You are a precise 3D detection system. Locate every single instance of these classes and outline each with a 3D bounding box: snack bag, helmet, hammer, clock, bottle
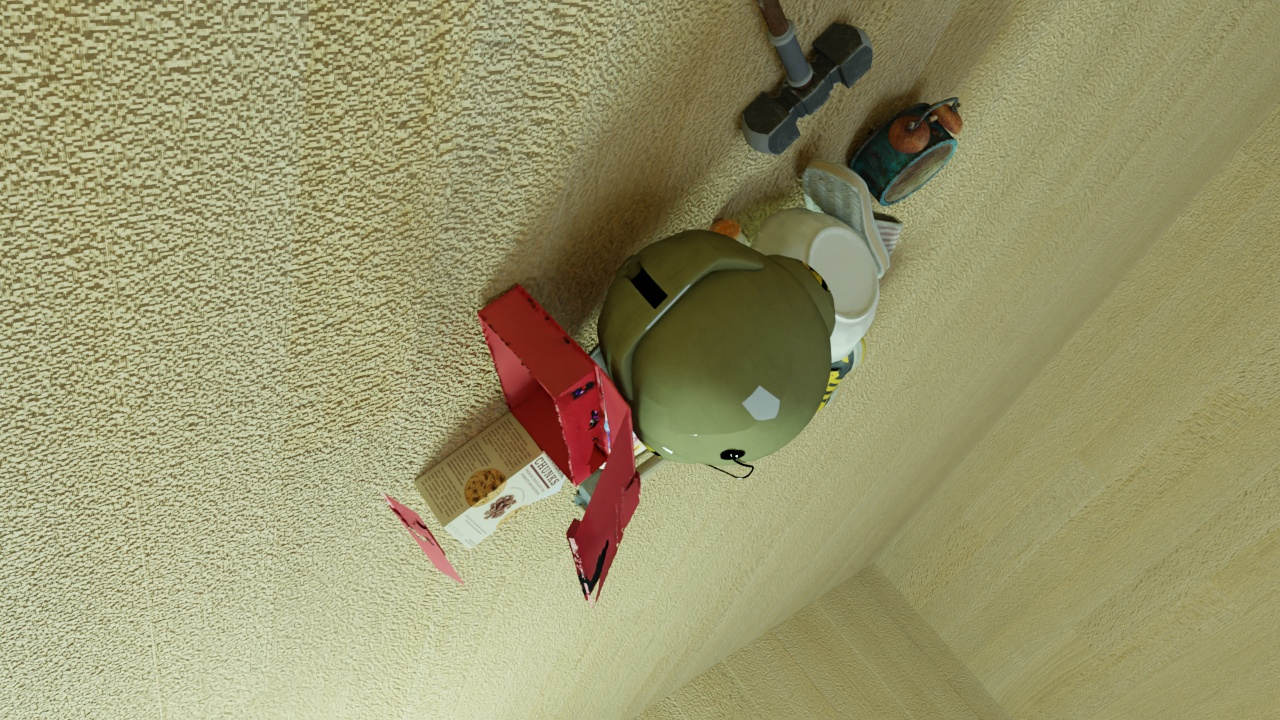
[{"bbox_3d":[-0.150,0.122,1.086,0.206,0.070,0.094,-36,154,-8],"label":"snack bag"},{"bbox_3d":[0.068,-0.019,0.920,0.250,0.255,0.232,-46,156,7],"label":"helmet"},{"bbox_3d":[0.113,-0.309,0.800,0.156,0.043,0.322,-43,152,6],"label":"hammer"},{"bbox_3d":[0.321,-0.262,1.103,0.121,0.073,0.158,-26,162,-26],"label":"clock"},{"bbox_3d":[0.041,0.144,1.406,0.322,0.051,0.117,-33,153,-20],"label":"hammer"},{"bbox_3d":[0.110,-0.114,1.070,0.063,0.063,0.109,-36,141,-9],"label":"bottle"}]

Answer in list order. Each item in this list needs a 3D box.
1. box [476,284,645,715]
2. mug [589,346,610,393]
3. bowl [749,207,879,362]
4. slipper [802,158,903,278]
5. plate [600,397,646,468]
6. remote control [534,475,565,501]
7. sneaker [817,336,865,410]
[{"bbox_3d":[-0.043,0.121,0.890,0.124,0.377,0.212,-18,151,-9],"label":"box"},{"bbox_3d":[-0.006,0.006,1.096,0.113,0.070,0.084,-46,154,16],"label":"mug"},{"bbox_3d":[0.214,-0.093,1.054,0.218,0.188,0.060,-15,179,-36],"label":"bowl"},{"bbox_3d":[0.263,-0.177,1.129,0.052,0.115,0.263,-58,153,-6],"label":"slipper"},{"bbox_3d":[0.016,0.059,1.108,0.186,0.016,0.187,-32,155,-13],"label":"plate"},{"bbox_3d":[-0.163,0.185,1.237,0.146,0.008,0.045,-18,146,-38],"label":"remote control"},{"bbox_3d":[0.275,0.030,1.483,0.121,0.086,0.239,-34,157,-22],"label":"sneaker"}]
